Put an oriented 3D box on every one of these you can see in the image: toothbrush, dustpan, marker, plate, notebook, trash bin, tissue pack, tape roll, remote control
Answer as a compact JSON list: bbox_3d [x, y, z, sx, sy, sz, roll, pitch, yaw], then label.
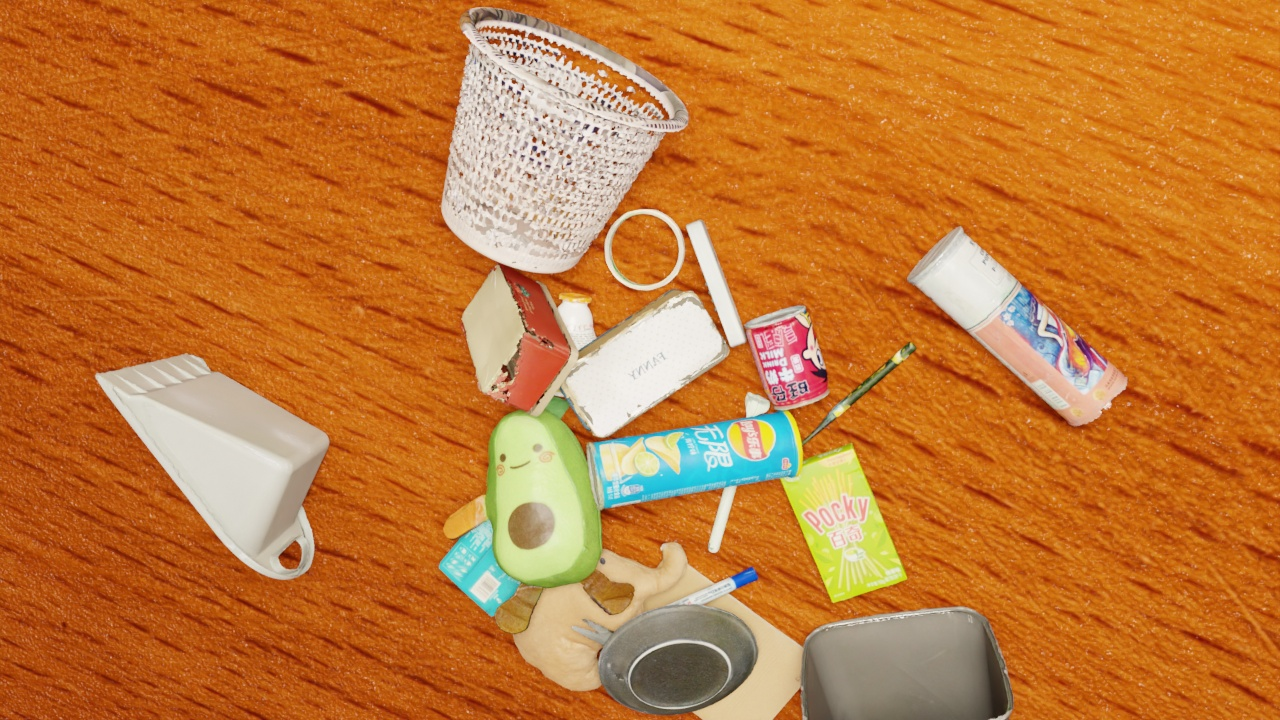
[{"bbox_3d":[0.214,0.043,0.965,0.186,0.012,0.017,-44,79,17],"label":"toothbrush"},{"bbox_3d":[-0.462,0.123,1.025,0.257,0.222,0.142,28,94,-6],"label":"dustpan"},{"bbox_3d":[0.062,0.263,1.010,0.145,0.017,0.017,-22,97,-11],"label":"marker"},{"bbox_3d":[0.042,0.337,1.006,0.179,0.024,0.180,-3,124,-5],"label":"plate"},{"bbox_3d":[0.078,0.336,1.056,0.211,0.012,0.150,36,107,4],"label":"notebook"},{"bbox_3d":[0.103,0.126,1.003,0.029,0.020,0.190,24,108,32],"label":"toothbrush"},{"bbox_3d":[0.284,0.404,0.939,0.199,0.198,0.220,-12,104,14],"label":"trash bin"},{"bbox_3d":[-0.163,0.221,1.063,0.093,0.050,0.134,41,106,4],"label":"tissue pack"},{"bbox_3d":[0.004,-0.118,0.975,0.086,0.013,0.086,2,102,11],"label":"tape roll"},{"bbox_3d":[0.078,-0.079,0.945,0.019,0.056,0.135,-20,97,9],"label":"remote control"},{"bbox_3d":[-0.094,-0.201,0.890,0.227,0.226,0.193,30,118,5],"label":"trash bin"}]

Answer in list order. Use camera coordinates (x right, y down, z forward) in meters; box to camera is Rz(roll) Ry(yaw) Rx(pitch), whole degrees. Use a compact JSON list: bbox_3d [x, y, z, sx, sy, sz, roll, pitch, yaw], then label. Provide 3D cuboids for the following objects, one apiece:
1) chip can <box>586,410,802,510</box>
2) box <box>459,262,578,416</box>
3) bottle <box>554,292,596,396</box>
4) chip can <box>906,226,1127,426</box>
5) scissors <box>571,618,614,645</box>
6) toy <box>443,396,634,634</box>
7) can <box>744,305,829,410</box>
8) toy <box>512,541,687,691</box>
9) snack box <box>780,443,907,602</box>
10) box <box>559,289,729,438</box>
[{"bbox_3d":[0.054,0.100,0.934,0.210,0.071,0.071,-8,100,-9],"label":"chip can"},{"bbox_3d":[-0.135,-0.027,0.938,0.080,0.168,0.091,26,109,-31],"label":"box"},{"bbox_3d":[-0.076,-0.017,0.988,0.063,0.063,0.108,10,103,10],"label":"bottle"},{"bbox_3d":[0.362,-0.032,0.887,0.214,0.071,0.071,42,107,1],"label":"chip can"},{"bbox_3d":[0.001,0.317,1.013,0.146,0.014,0.172,-12,126,-2],"label":"scissors"},{"bbox_3d":[-0.103,0.162,0.981,0.227,0.090,0.246,-14,82,4],"label":"toy"},{"bbox_3d":[0.151,-0.002,0.940,0.067,0.066,0.094,-17,97,15],"label":"can"},{"bbox_3d":[-0.050,0.273,1.036,0.143,0.082,0.226,40,108,-9],"label":"toy"},{"bbox_3d":[0.216,0.175,0.985,0.086,0.026,0.156,-21,96,15],"label":"snack box"},{"bbox_3d":[-0.006,0.005,0.945,0.184,0.061,0.090,-31,102,-5],"label":"box"}]
